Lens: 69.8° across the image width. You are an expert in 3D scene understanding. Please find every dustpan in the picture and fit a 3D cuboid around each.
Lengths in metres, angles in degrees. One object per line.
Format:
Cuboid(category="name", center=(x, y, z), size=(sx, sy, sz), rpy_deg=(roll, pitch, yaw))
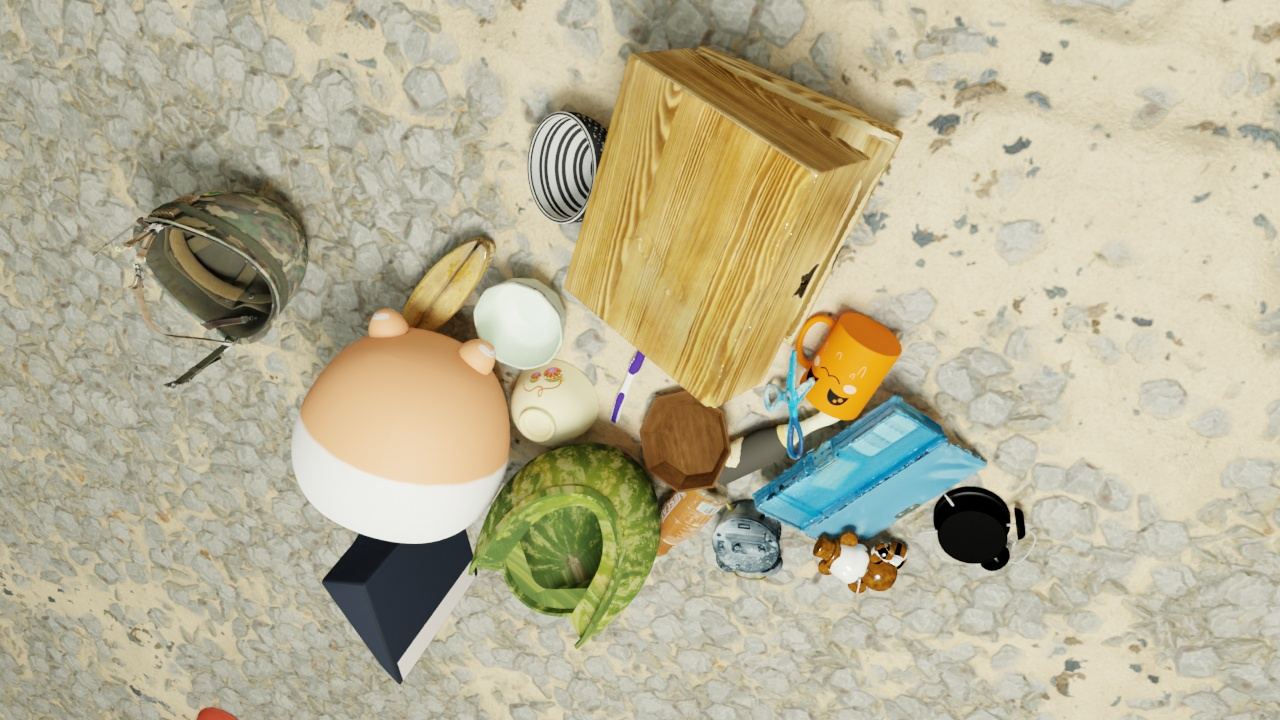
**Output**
Cuboid(category="dustpan", center=(-0.344, 0.261, 1.277), size=(0.080, 0.235, 0.273), rpy_deg=(0, 117, 20))

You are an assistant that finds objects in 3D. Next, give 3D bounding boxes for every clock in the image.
Cuboid(category="clock", center=(0.142, 0.243, 1.210), size=(0.090, 0.052, 0.129), rpy_deg=(4, 117, 17))
Cuboid(category="clock", center=(0.411, 0.205, 1.104), size=(0.121, 0.042, 0.091), rpy_deg=(22, 122, 6))

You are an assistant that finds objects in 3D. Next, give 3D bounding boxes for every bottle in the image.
Cuboid(category="bottle", center=(0.050, 0.214, 1.222), size=(0.059, 0.059, 0.168), rpy_deg=(35, 123, -2))
Cuboid(category="bottle", center=(0.167, 0.099, 1.128), size=(0.185, 0.045, 0.045), rpy_deg=(-30, 104, 29))

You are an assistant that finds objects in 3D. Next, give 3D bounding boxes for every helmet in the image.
Cuboid(category="helmet", center=(-0.541, -0.108, 1.147), size=(0.224, 0.235, 0.193), rpy_deg=(0, 131, 15))
Cuboid(category="helmet", center=(-0.084, 0.220, 1.166), size=(0.213, 0.247, 0.243), rpy_deg=(32, 86, 3))

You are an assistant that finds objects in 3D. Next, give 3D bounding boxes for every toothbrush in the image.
Cuboid(category="toothbrush", center=(-0.007, 0.007, 1.157), size=(0.016, 0.015, 0.187), rpy_deg=(29, 123, 8))

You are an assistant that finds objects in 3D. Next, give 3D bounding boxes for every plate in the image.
Cuboid(category="plate", center=(0.060, 0.100, 1.151), size=(0.131, 0.025, 0.131), rpy_deg=(2, 94, 32))

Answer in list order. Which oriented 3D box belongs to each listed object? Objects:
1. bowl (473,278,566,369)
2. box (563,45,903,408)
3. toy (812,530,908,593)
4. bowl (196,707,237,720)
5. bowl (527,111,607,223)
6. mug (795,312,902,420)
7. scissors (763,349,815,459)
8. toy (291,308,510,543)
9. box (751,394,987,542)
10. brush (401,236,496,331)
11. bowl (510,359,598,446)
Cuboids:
Cuboid(category="bowl", center=(-0.142, -0.054, 1.143), size=(0.117, 0.061, 0.118), rpy_deg=(8, 120, 15))
Cuboid(category="box", center=(0.085, -0.155, 0.958), size=(0.258, 0.220, 0.280), rpy_deg=(39, 132, 23))
Cuboid(category="toy", center=(0.274, 0.253, 1.157), size=(0.112, 0.067, 0.087), rpy_deg=(26, 122, -2))
Cuboid(category="bowl", center=(-0.838, 0.748, 1.823), size=(0.122, 0.035, 0.122), rpy_deg=(8, 119, 15))
Cuboid(category="bowl", center=(-0.064, -0.213, 1.021), size=(0.120, 0.066, 0.120), rpy_deg=(12, 106, 46))
Cuboid(category="mug", center=(0.225, -0.004, 1.045), size=(0.112, 0.077, 0.096), rpy_deg=(46, 127, 28))
Cuboid(category="scissors", center=(0.176, 0.056, 1.059), size=(0.012, 0.127, 0.138), rpy_deg=(-7, 162, -19))
Cuboid(category="toy", center=(-0.288, 0.083, 1.146), size=(0.263, 0.265, 0.281), rpy_deg=(18, 109, -4))
Cuboid(category="box", center=(0.274, 0.147, 1.105), size=(0.174, 0.033, 0.232), rpy_deg=(31, 126, -26))
Cuboid(category="brush", center=(-0.249, -0.090, 1.170), size=(0.059, 0.043, 0.196), rpy_deg=(42, 123, -8))
Cuboid(category="bowl", center=(-0.122, 0.067, 1.193), size=(0.118, 0.073, 0.118), rpy_deg=(8, 119, 15))
